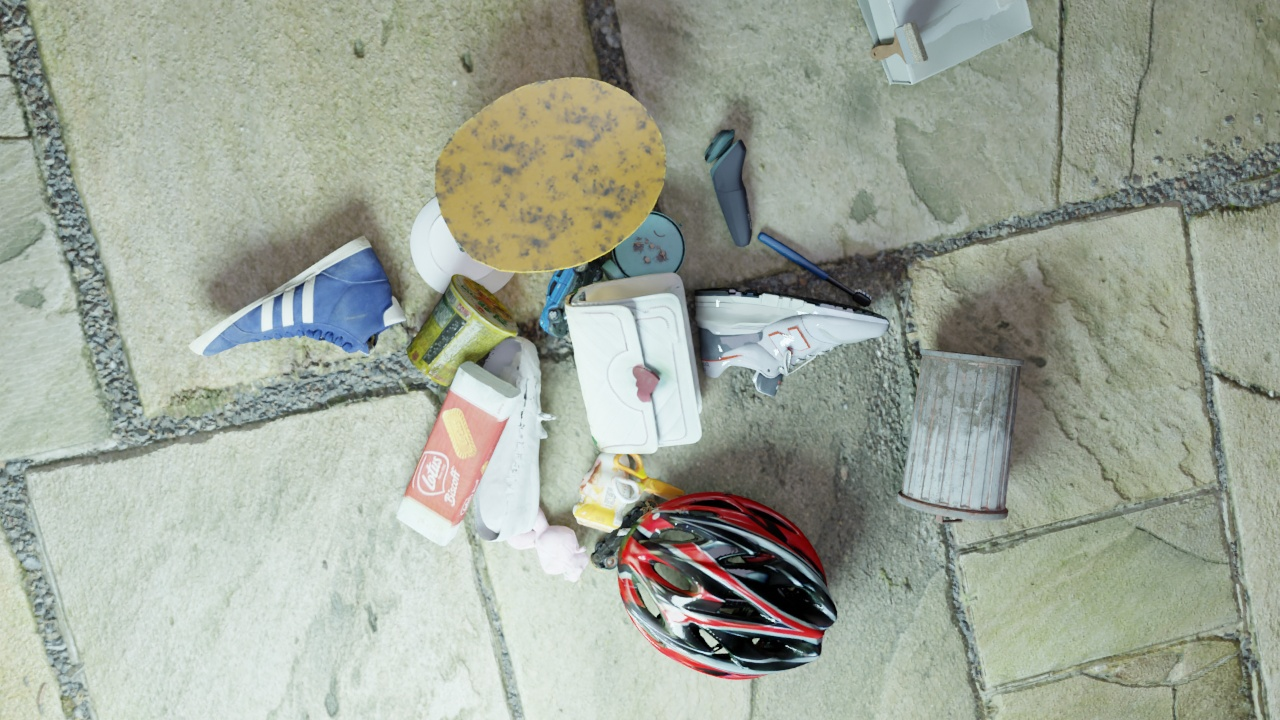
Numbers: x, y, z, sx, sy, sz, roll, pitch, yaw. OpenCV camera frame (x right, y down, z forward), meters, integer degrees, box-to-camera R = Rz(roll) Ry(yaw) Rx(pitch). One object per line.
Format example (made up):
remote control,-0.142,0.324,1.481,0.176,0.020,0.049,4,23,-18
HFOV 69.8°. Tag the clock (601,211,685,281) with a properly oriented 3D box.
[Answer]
clock,0.003,-0.120,1.113,0.090,0.053,0.124,23,89,-5

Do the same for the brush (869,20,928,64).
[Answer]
brush,0.296,-0.366,1.073,0.008,0.143,0.045,-25,106,-1

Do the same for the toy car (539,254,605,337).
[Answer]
toy car,-0.085,-0.086,1.114,0.044,0.056,0.120,25,88,23

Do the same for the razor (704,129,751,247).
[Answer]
razor,0.114,-0.210,1.125,0.052,0.047,0.143,-11,100,20

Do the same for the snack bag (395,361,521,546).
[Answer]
snack bag,-0.219,0.113,1.088,0.077,0.041,0.225,30,109,9

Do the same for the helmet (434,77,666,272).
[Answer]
helmet,-0.099,-0.199,1.059,0.255,0.131,0.205,-21,88,-2

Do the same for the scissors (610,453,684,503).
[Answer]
scissors,0.011,0.159,1.135,0.130,0.013,0.070,33,58,-35

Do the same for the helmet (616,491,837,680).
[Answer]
helmet,0.104,0.274,1.105,0.272,0.167,0.217,22,91,-10

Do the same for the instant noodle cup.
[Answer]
instant noodle cup,-0.216,-0.031,1.089,0.102,0.102,0.108,43,103,-8

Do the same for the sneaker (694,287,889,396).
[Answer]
sneaker,0.177,-0.017,1.133,0.240,0.088,0.124,9,99,3

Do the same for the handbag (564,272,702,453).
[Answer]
handbag,-0.006,0.006,1.081,0.142,0.096,0.199,-9,115,6

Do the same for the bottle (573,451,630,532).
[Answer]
bottle,-0.042,0.155,1.136,0.063,0.063,0.108,18,79,-7

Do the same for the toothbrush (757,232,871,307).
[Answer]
toothbrush,0.219,-0.115,1.155,0.167,0.014,0.014,31,126,-5

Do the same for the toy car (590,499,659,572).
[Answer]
toy car,-0.010,0.227,1.153,0.112,0.047,0.047,-43,113,-4

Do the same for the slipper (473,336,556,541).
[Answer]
slipper,-0.153,0.094,1.112,0.112,0.074,0.246,2,89,30

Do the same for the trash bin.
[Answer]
trash bin,0.396,0.097,1.136,0.131,0.131,0.211,6,93,-6

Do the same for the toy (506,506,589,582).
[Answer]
toy,-0.112,0.229,1.146,0.110,0.047,0.063,35,101,10

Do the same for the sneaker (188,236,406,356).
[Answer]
sneaker,-0.389,-0.033,1.077,0.233,0.091,0.118,-35,100,-9

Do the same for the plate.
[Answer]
plate,-0.212,-0.141,1.116,0.134,0.011,0.134,0,96,-5

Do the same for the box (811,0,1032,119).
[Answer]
box,0.345,-0.453,1.239,0.169,0.404,0.172,-25,98,-3
